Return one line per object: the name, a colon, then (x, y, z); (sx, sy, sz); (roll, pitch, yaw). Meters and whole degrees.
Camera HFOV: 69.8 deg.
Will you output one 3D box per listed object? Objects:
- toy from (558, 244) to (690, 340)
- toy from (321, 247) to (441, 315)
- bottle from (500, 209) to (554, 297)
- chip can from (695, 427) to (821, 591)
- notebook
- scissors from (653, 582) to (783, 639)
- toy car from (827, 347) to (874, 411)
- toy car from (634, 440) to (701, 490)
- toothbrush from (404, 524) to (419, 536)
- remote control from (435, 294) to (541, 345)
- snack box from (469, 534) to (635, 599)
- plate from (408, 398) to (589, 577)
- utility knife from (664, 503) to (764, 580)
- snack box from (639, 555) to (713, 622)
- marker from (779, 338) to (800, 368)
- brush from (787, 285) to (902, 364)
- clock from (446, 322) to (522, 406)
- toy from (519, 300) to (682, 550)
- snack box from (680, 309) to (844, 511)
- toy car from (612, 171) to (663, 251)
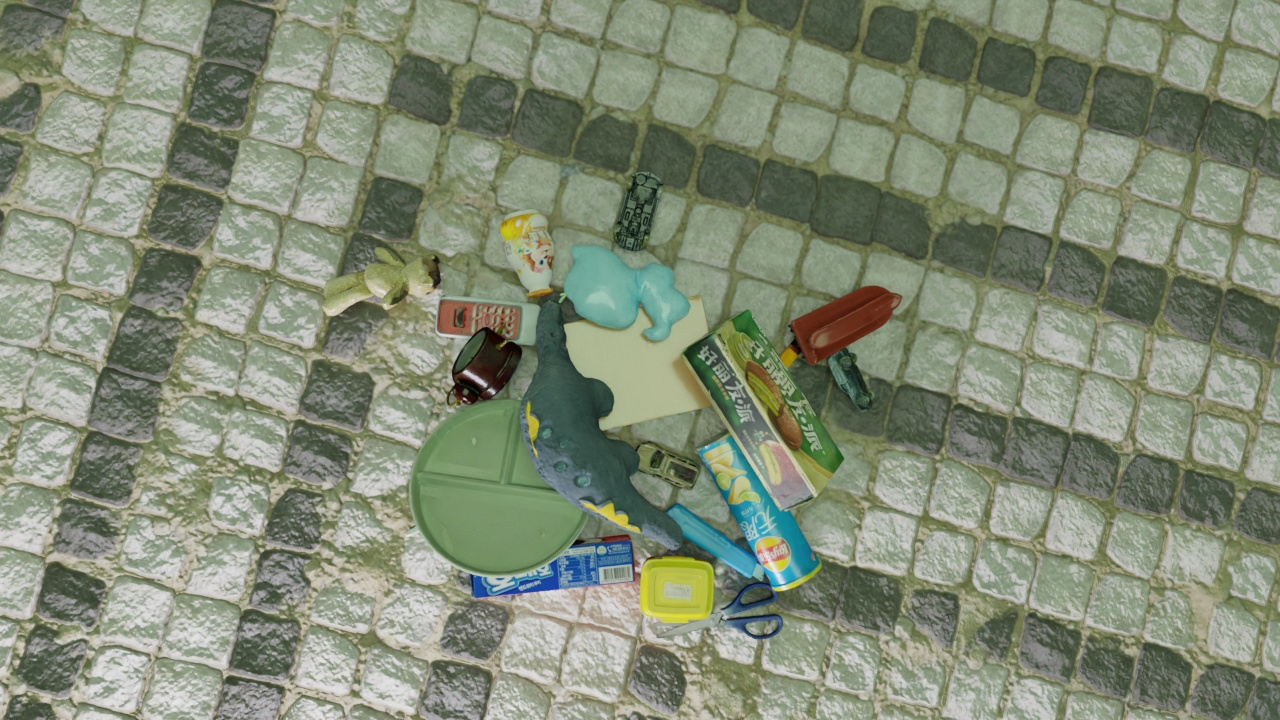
toy: (-0.026, -0.089, 1.189); (0.156, 0.050, 0.161); (-23, 80, -17)
toy: (-0.331, -0.095, 1.171); (0.157, 0.066, 0.105); (-15, 47, 0)
bottle: (-0.141, -0.136, 1.178); (0.063, 0.063, 0.108); (-13, 89, -4)
chip can: (0.152, 0.188, 1.182); (0.071, 0.071, 0.210); (-29, 90, -4)
notebook: (-0.007, 0.007, 1.209); (0.211, 0.012, 0.149); (-12, 87, -4)
scissors: (0.105, 0.349, 1.204); (0.173, 0.012, 0.126); (-38, 90, -3)
toy car: (0.279, 0.026, 1.211); (0.034, 0.042, 0.090); (-28, 87, 23)
toy car: (0.033, 0.137, 1.195); (0.090, 0.035, 0.042); (23, 86, 0)
toothbrush: (-0.224, 0.175, 1.187); (0.187, 0.016, 0.017); (-31, 82, -4)
remote control: (-0.197, -0.052, 1.193); (0.136, 0.020, 0.056); (6, 87, -3)
snack box: (-0.112, 0.262, 1.169); (0.207, 0.058, 0.057); (-5, 88, -4)
plate: (-0.172, 0.159, 1.152); (0.230, 0.027, 0.229); (1, 68, -2)
utility knife: (0.098, 0.240, 1.204); (0.161, 0.018, 0.034); (35, 90, -4)
snack box: (0.043, 0.287, 1.167); (0.091, 0.080, 0.082); (3, 87, -4)
marker: (0.213, -0.025, 1.222); (0.018, 0.015, 0.123); (41, 84, -3)
brush: (0.269, -0.052, 1.191); (0.145, 0.069, 0.063); (-26, 97, -12)
clock: (-0.202, 0.012, 1.157); (0.055, 0.082, 0.122); (38, 103, -25)
toy: (-0.075, 0.087, 1.126); (0.137, 0.092, 0.356); (-19, 71, -24)
snack box: (0.156, 0.060, 1.160); (0.063, 0.114, 0.240); (-33, 90, 34)
toy car: (-0.003, -0.195, 1.204); (0.049, 0.031, 0.105); (16, 88, -4)
